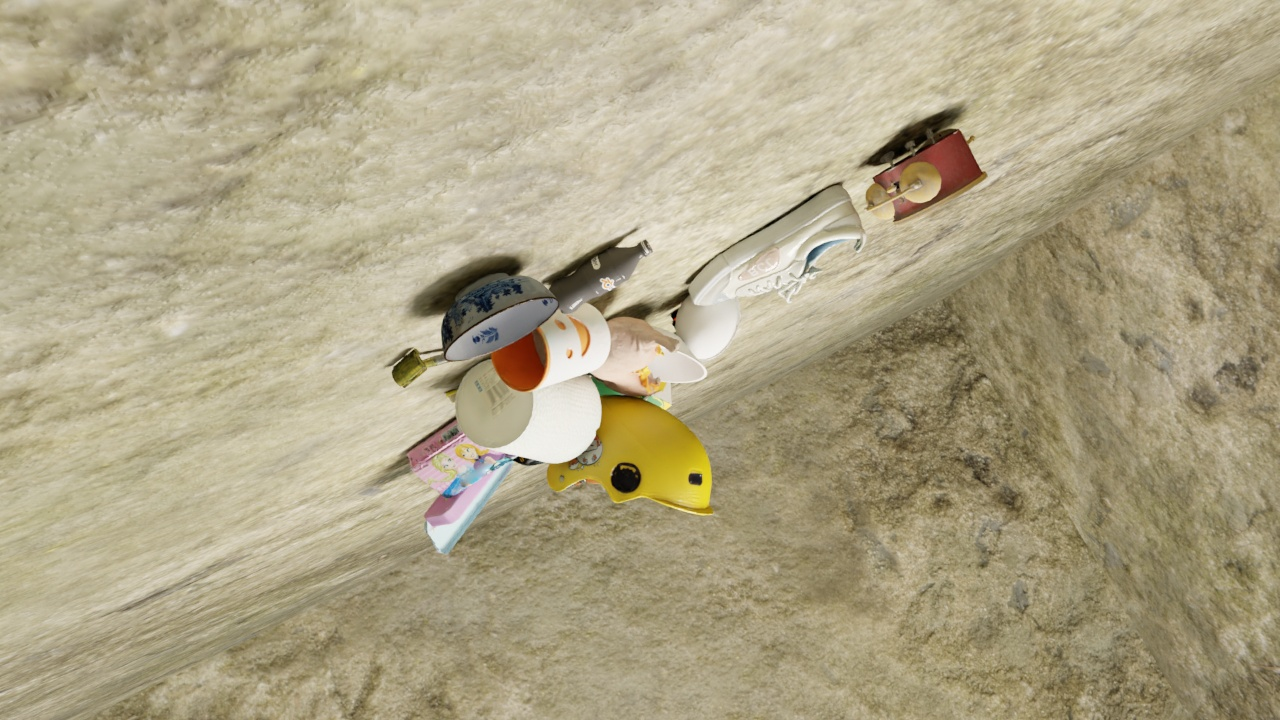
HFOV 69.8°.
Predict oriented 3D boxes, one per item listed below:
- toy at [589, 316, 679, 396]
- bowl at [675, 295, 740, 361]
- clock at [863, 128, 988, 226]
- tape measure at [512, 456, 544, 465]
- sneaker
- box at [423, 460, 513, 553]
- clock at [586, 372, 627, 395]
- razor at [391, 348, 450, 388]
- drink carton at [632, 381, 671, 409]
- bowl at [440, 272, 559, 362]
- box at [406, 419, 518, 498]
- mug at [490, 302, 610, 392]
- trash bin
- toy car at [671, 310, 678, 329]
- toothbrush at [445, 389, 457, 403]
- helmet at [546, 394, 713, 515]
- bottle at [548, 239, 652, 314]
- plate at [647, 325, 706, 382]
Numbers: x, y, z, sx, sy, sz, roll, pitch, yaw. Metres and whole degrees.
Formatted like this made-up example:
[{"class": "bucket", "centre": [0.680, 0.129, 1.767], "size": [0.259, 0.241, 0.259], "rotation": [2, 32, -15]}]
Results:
[{"class": "toy", "centre": [-0.007, 0.007, 1.155], "size": [0.196, 0.065, 0.264], "rotation": [11, 166, 24]}, {"class": "bowl", "centre": [0.082, -0.058, 1.256], "size": [0.040, 0.109, 0.110], "rotation": [22, 137, -39]}, {"class": "clock", "centre": [0.323, -0.216, 1.073], "size": [0.158, 0.081, 0.117], "rotation": [-33, -174, -31]}, {"class": "tape measure", "centre": [-0.165, 0.132, 1.403], "size": [0.072, 0.042, 0.071], "rotation": [-19, -162, -33]}, {"class": "sneaker", "centre": [0.171, -0.118, 1.157], "size": [0.243, 0.090, 0.089], "rotation": [-31, 171, 25]}, {"class": "box", "centre": [-0.262, 0.193, 1.445], "size": [0.213, 0.062, 0.140], "rotation": [-54, 171, -40]}, {"class": "clock", "centre": [-0.104, 0.060, 1.418], "size": [0.162, 0.075, 0.121], "rotation": [-19, 180, 43]}, {"class": "razor", "centre": [-0.203, -0.002, 0.940], "size": [0.043, 0.026, 0.105], "rotation": [-36, 172, 33]}, {"class": "drink carton", "centre": [0.013, 0.028, 1.428], "size": [0.041, 0.122, 0.058], "rotation": [27, 132, -29]}, {"class": "bowl", "centre": [-0.133, -0.046, 0.819], "size": [0.114, 0.045, 0.114], "rotation": [-27, 171, -5]}, {"class": "box", "centre": [-0.224, 0.118, 1.307], "size": [0.231, 0.090, 0.084], "rotation": [-32, 169, 27]}, {"class": "mug", "centre": [-0.094, -0.017, 0.974], "size": [0.082, 0.082, 0.105], "rotation": [-35, 169, 37]}, {"class": "trash bin", "centre": [-0.140, 0.058, 1.124], "size": [0.133, 0.133, 0.161], "rotation": [-30, 164, 15]}, {"class": "toy car", "centre": [0.092, -0.067, 1.326], "size": [0.100, 0.051, 0.048], "rotation": [-30, 174, 15]}, {"class": "toothbrush", "centre": [-0.198, 0.038, 1.175], "size": [0.021, 0.016, 0.135], "rotation": [-42, 165, 30]}, {"class": "helmet", "centre": [-0.003, 0.121, 1.271], "size": [0.240, 0.139, 0.209], "rotation": [10, 180, 17]}, {"class": "bottle", "centre": [-0.038, -0.085, 0.902], "size": [0.110, 0.036, 0.036], "rotation": [-30, 171, 12]}, {"class": "plate", "centre": [0.008, -0.016, 1.248], "size": [0.174, 0.036, 0.174], "rotation": [12, 164, 3]}]
